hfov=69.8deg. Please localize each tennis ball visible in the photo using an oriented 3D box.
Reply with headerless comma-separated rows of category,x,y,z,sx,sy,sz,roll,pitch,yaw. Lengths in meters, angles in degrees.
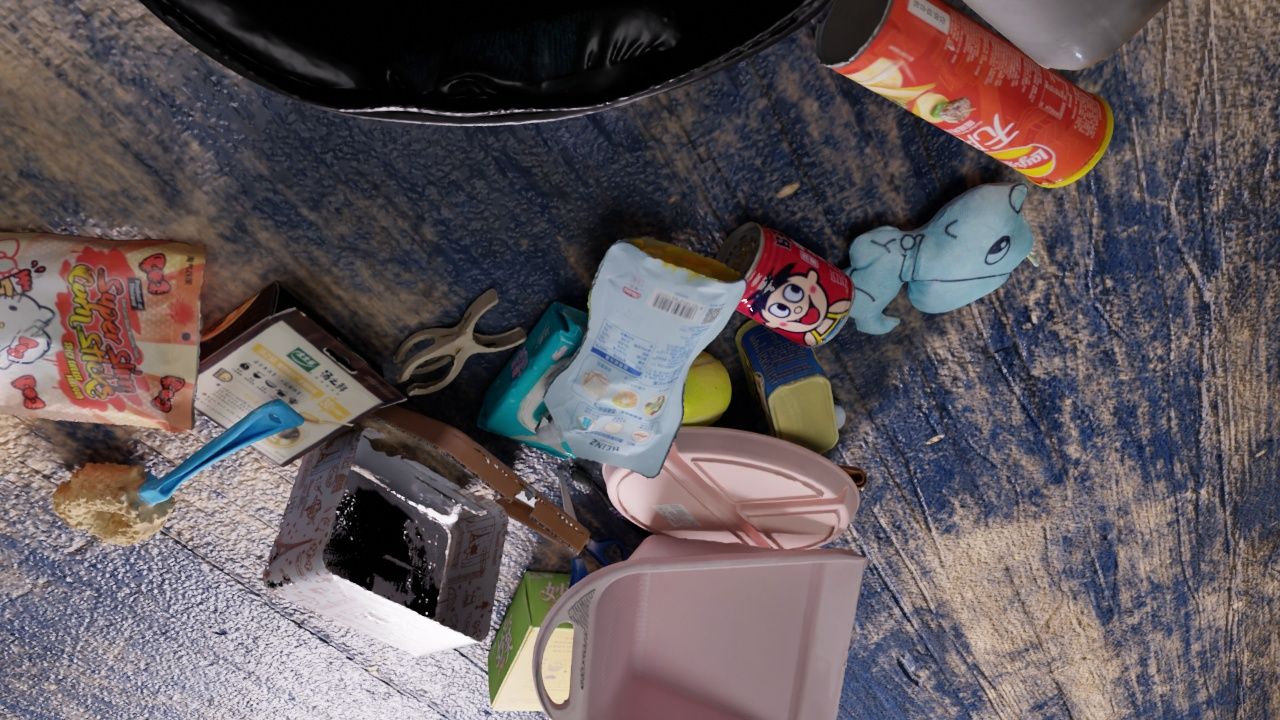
tennis ball,0.042,0.024,0.756,0.065,0.065,0.066,-8,132,-9

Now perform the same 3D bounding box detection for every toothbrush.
toothbrush,-0.016,0.152,0.889,0.014,0.016,0.189,-23,135,19

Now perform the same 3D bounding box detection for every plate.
plate,0.077,0.124,0.815,0.229,0.028,0.230,8,149,5

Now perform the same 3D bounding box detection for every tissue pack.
tissue pack,-0.062,0.021,0.735,0.093,0.050,0.134,23,121,-31

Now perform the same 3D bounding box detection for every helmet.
helmet,-0.060,-0.234,0.368,0.315,0.239,0.248,2,132,6

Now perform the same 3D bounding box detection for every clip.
clip,-0.141,-0.012,0.698,0.100,0.034,0.071,-27,131,3

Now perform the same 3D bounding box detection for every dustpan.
dustpan,0.053,0.275,0.826,0.274,0.138,0.223,8,107,17

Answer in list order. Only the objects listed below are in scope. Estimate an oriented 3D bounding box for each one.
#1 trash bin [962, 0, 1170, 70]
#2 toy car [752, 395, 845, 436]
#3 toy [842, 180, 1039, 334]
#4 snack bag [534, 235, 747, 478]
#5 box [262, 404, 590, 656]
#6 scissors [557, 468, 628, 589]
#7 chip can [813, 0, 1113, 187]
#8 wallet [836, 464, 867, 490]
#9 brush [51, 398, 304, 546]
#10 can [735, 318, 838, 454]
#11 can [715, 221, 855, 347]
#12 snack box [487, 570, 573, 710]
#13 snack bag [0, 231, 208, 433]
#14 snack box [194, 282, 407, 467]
trash bin,0.186,-0.281,0.448,0.219,0.198,0.199,23,122,-38
toy car,0.146,0.064,0.843,0.091,0.034,0.043,-28,129,8
toy,0.237,-0.079,0.730,0.156,0.049,0.162,8,130,-16
snack bag,-0.004,0.004,0.678,0.110,0.038,0.191,12,123,-22
box,-0.153,0.128,0.733,0.188,0.154,0.183,-19,137,31
scissors,-0.059,0.184,0.869,0.012,0.156,0.165,7,170,36
chip can,0.220,-0.185,0.613,0.216,0.073,0.073,17,124,-28
wallet,0.134,0.129,0.874,0.107,0.031,0.132,11,148,-23
brush,-0.343,0.081,0.685,0.255,0.045,0.083,-25,124,24
can,0.124,0.023,0.765,0.057,0.083,0.102,-19,133,2
can,0.107,-0.057,0.697,0.093,0.066,0.067,27,120,-25
snack box,-0.044,0.304,0.980,0.209,0.070,0.158,10,127,-22
snack bag,-0.393,-0.022,0.587,0.207,0.073,0.128,5,95,-16
snack box,-0.256,0.011,0.672,0.126,0.053,0.113,-31,131,12
